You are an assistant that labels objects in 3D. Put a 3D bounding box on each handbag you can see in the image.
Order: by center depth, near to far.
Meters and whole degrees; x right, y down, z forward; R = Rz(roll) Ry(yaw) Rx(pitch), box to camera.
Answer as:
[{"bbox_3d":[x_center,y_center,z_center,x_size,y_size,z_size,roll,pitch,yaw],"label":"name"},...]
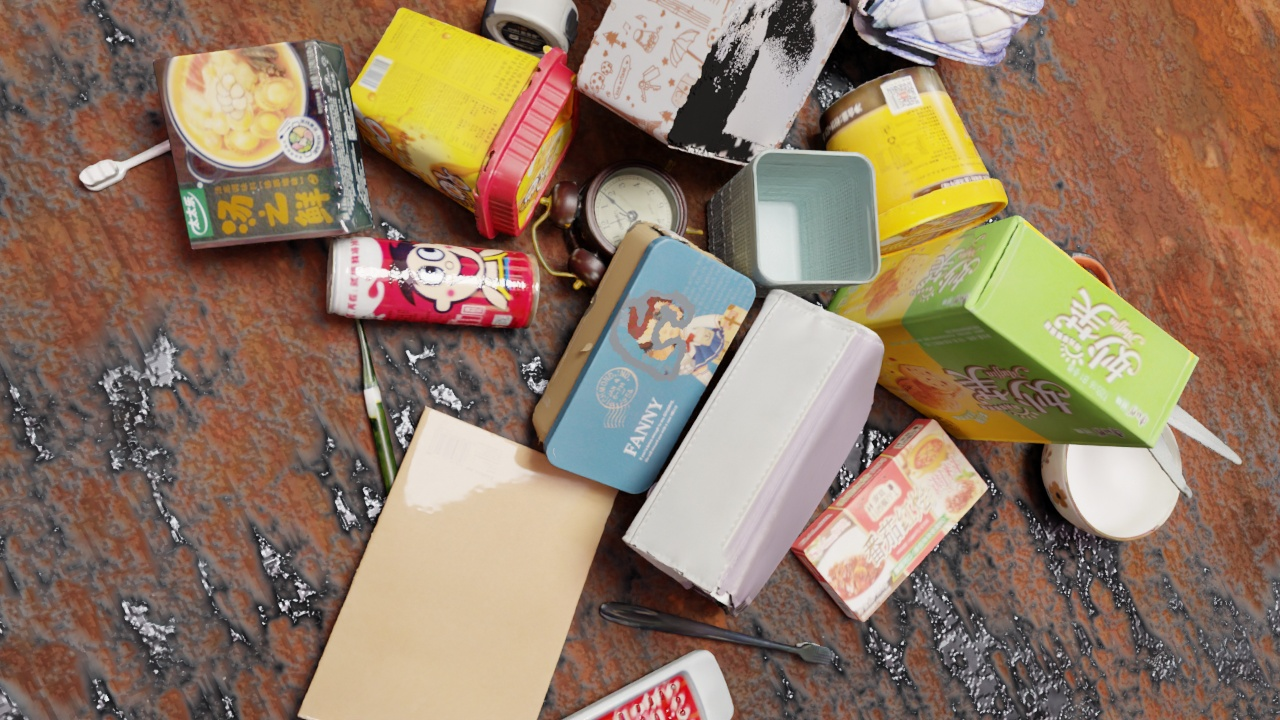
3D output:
[{"bbox_3d":[0.082,0.069,0.630,0.098,0.145,0.196,27,76,27],"label":"handbag"},{"bbox_3d":[0.215,-0.307,0.691,0.134,0.076,0.193,13,54,-13],"label":"handbag"}]

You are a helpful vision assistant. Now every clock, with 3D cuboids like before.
[{"bbox_3d":[-0.020,-0.096,0.653,0.121,0.055,0.082,-22,93,-19],"label":"clock"}]

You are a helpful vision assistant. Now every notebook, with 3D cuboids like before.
[{"bbox_3d":[-0.115,0.154,0.618,0.149,0.012,0.211,24,74,-15],"label":"notebook"}]

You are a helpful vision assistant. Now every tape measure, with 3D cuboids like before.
[{"bbox_3d":[-0.077,-0.238,0.643,0.065,0.066,0.033,18,80,-14],"label":"tape measure"}]

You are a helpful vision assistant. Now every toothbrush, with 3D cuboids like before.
[{"bbox_3d":[-0.280,-0.158,0.605,0.180,0.016,0.016,-32,97,-16],"label":"toothbrush"},{"bbox_3d":[-0.182,0.035,0.621,0.017,0.012,0.186,-13,90,-10],"label":"toothbrush"},{"bbox_3d":[0.056,0.200,0.675,0.181,0.018,0.015,15,87,-12],"label":"toothbrush"}]

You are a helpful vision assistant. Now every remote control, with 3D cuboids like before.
[{"bbox_3d":[0.002,0.254,0.643,0.135,0.020,0.056,-20,87,-23],"label":"remote control"}]

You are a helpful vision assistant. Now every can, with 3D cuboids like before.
[{"bbox_3d":[-0.138,-0.051,0.611,0.132,0.053,0.053,3,85,-22],"label":"can"}]

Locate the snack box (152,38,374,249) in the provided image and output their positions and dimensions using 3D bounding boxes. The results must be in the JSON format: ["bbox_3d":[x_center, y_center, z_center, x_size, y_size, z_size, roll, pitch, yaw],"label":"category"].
[{"bbox_3d":[-0.236,-0.128,0.561,0.126,0.053,0.113,-5,102,7],"label":"snack box"}]

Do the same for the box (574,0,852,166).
[{"bbox_3d":[0.013,-0.246,0.610,0.193,0.182,0.157,34,110,21],"label":"box"}]

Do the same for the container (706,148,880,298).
[{"bbox_3d":[0.103,-0.091,0.659,0.090,0.111,0.090,-1,86,-15],"label":"container"}]

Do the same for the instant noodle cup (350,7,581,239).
[{"bbox_3d":[-0.116,-0.160,0.609,0.123,0.116,0.116,26,79,0],"label":"instant noodle cup"}]

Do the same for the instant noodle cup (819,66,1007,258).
[{"bbox_3d":[0.198,-0.147,0.691,0.118,0.119,0.114,-16,83,-16],"label":"instant noodle cup"}]

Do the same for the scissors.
[{"bbox_3d":[0.371,-0.006,0.728,0.222,0.022,0.210,23,60,12],"label":"scissors"}]

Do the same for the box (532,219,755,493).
[{"bbox_3d":[-0.004,0.004,0.621,0.089,0.060,0.184,21,100,-26],"label":"box"}]

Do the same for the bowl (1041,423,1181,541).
[{"bbox_3d":[0.371,0.087,0.747,0.113,0.062,0.113,1,86,-17],"label":"bowl"}]

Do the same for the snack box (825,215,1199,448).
[{"bbox_3d":[0.237,-0.010,0.639,0.157,0.210,0.070,34,79,-11],"label":"snack box"}]

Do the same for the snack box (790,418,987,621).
[{"bbox_3d":[0.195,0.122,0.713,0.152,0.025,0.075,-41,98,-14],"label":"snack box"}]
